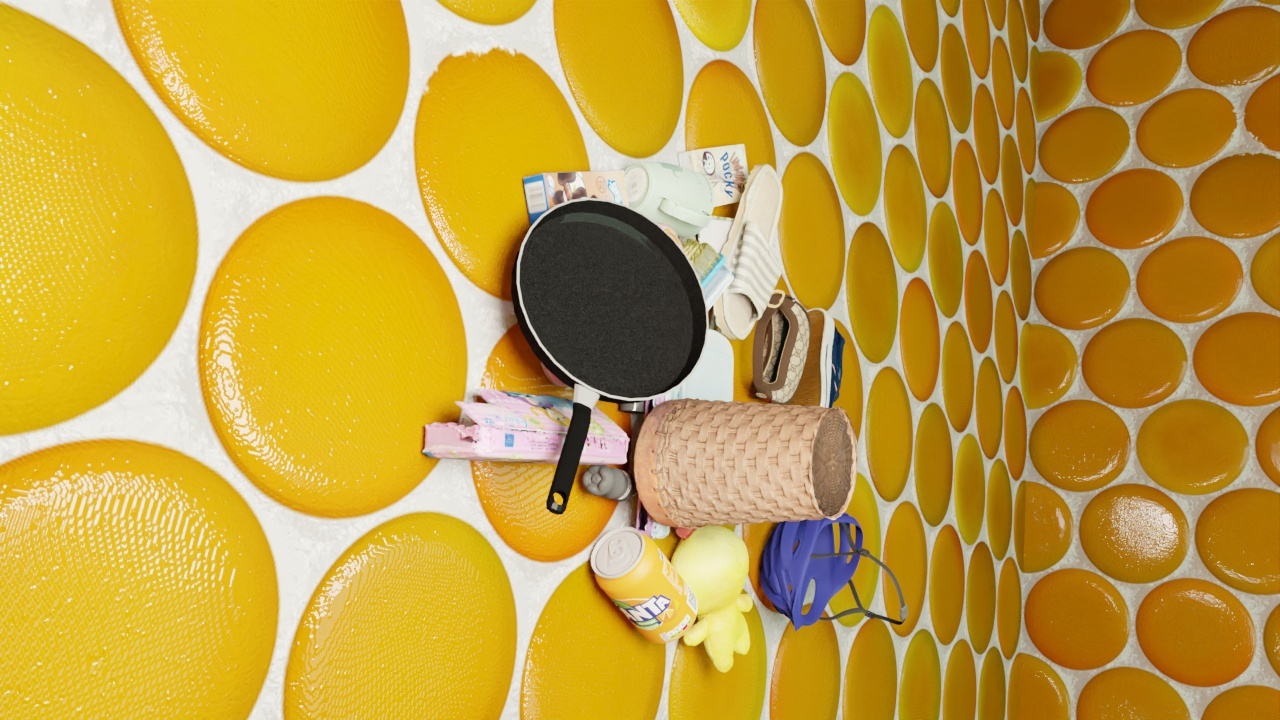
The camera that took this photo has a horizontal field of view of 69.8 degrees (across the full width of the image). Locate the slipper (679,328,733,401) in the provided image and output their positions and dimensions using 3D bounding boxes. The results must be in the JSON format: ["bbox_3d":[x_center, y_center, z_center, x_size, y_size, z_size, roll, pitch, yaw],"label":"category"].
[{"bbox_3d":[0.088,0.074,1.186,0.104,0.074,0.245,15,72,-31],"label":"slipper"}]

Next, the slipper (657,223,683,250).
[{"bbox_3d":[-0.006,-0.087,1.060,0.196,0.081,0.093,-35,152,-43],"label":"slipper"}]

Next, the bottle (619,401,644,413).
[{"bbox_3d":[-0.007,0.007,1.113,0.030,0.030,0.113,17,74,-53],"label":"bottle"}]

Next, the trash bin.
[{"bbox_3d":[0.120,0.118,1.023,0.151,0.211,0.151,2,87,-54],"label":"trash bin"}]

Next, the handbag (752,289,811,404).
[{"bbox_3d":[0.202,-0.021,1.359,0.138,0.063,0.166,32,72,-62],"label":"handbag"}]

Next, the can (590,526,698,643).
[{"bbox_3d":[0.005,0.262,1.070,0.142,0.079,0.078,57,45,-36],"label":"can"}]

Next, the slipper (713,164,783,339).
[{"bbox_3d":[0.159,-0.153,1.260,0.114,0.054,0.272,51,48,-49],"label":"slipper"}]

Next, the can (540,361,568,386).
[{"bbox_3d":[-0.061,-0.006,0.997,0.067,0.076,0.067,7,82,-54],"label":"can"}]

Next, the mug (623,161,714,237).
[{"bbox_3d":[0.036,-0.195,1.121,0.103,0.111,0.084,8,115,-45],"label":"mug"}]

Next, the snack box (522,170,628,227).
[{"bbox_3d":[-0.067,-0.168,1.037,0.151,0.034,0.087,-18,103,-54],"label":"snack box"}]

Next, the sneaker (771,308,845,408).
[{"bbox_3d":[0.274,0.067,1.445,0.127,0.121,0.293,40,52,-31],"label":"sneaker"}]

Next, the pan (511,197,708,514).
[{"bbox_3d":[-0.044,-0.007,0.924,0.225,0.034,0.355,27,58,-20],"label":"pan"}]

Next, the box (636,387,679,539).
[{"bbox_3d":[0.023,0.109,1.117,0.076,0.036,0.214,52,42,-79],"label":"box"}]

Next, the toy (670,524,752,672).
[{"bbox_3d":[0.098,0.298,1.190,0.133,0.092,0.208,-26,111,-49],"label":"toy"}]

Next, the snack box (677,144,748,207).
[{"bbox_3d":[0.108,-0.259,1.296,0.149,0.026,0.082,-24,107,-52],"label":"snack box"}]

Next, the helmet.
[{"bbox_3d":[0.293,0.302,1.347,0.240,0.228,0.148,-47,134,-44],"label":"helmet"}]

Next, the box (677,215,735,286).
[{"bbox_3d":[0.114,-0.140,1.280,0.205,0.050,0.117,-9,97,-54],"label":"box"}]

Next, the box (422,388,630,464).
[{"bbox_3d":[-0.105,0.065,0.925,0.230,0.085,0.077,12,76,-54],"label":"box"}]

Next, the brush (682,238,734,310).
[{"bbox_3d":[0.054,-0.082,1.156,0.135,0.055,0.075,-50,124,-7],"label":"brush"}]

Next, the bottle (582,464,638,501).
[{"bbox_3d":[-0.029,0.143,1.060,0.110,0.036,0.036,31,63,-62],"label":"bottle"}]
